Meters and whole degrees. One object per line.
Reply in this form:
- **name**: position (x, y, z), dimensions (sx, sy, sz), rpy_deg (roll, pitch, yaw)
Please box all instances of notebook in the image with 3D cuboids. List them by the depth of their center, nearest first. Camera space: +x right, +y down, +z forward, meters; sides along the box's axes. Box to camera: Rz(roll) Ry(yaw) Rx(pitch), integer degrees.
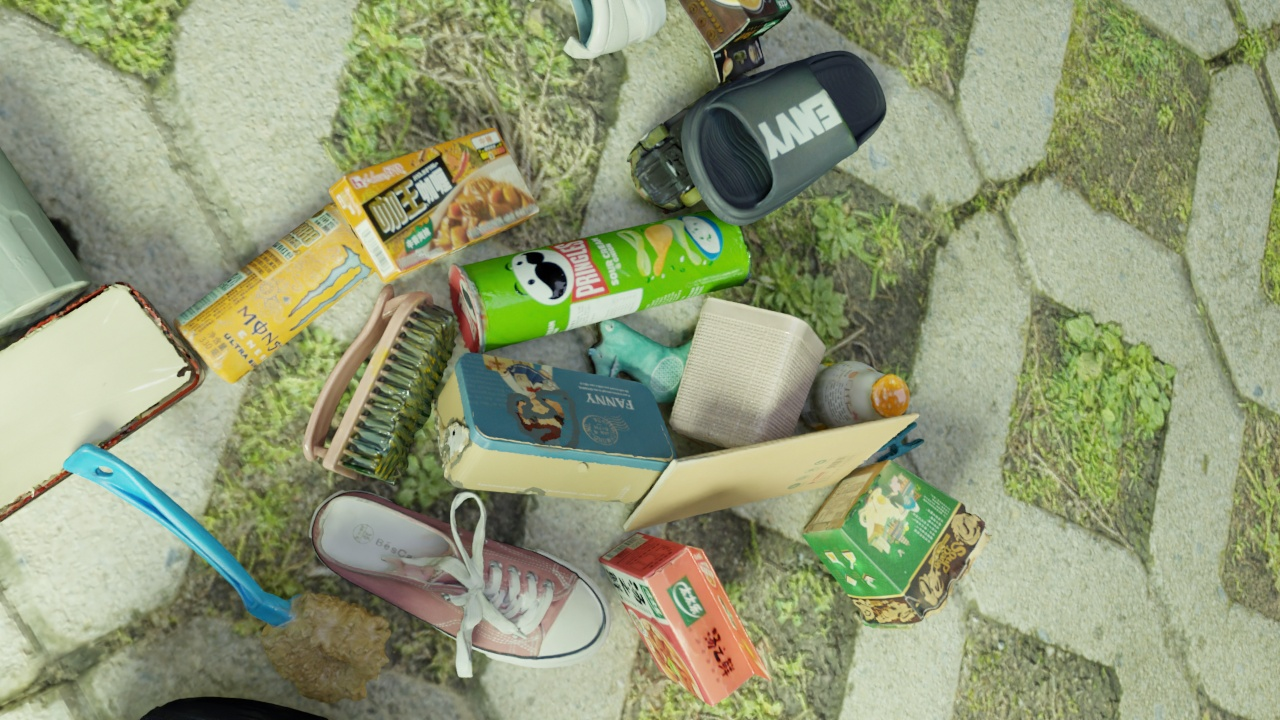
- **notebook**: position (0.100, 0.090, 0.729), dimensions (0.207, 0.148, 0.008), rpy_deg (-9, 65, -21)

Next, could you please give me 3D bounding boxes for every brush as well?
- **brush**: position (-0.263, 0.142, 0.603), dimensions (0.083, 0.045, 0.254), rpy_deg (-33, 113, 20)
- **brush**: position (-0.187, 0.015, 0.667), dimensions (0.073, 0.063, 0.145), rpy_deg (18, 77, 11)

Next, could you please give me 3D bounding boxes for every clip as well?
- **clip**: position (0.238, 0.077, 0.849), dimensions (0.056, 0.014, 0.043), rpy_deg (-25, 95, -23)

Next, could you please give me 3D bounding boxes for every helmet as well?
- **helmet**: position (-0.216, 0.328, 0.530), dimensions (0.315, 0.241, 0.247), rpy_deg (9, 82, -9)

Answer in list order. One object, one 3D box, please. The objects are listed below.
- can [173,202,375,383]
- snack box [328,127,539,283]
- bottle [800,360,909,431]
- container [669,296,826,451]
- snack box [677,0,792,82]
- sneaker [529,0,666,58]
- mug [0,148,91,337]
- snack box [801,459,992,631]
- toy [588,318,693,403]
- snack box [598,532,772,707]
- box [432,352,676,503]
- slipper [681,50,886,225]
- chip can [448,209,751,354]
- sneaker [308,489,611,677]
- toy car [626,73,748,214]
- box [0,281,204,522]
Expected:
- **can**: position (-0.249, -0.050, 0.645), dimensions (0.145, 0.058, 0.058), rpy_deg (-43, 102, -18)
- **snack box**: position (-0.146, -0.117, 0.674), dimensions (0.153, 0.026, 0.075), rpy_deg (-36, 100, -47)
- **bottle**: position (0.181, 0.031, 0.779), dimensions (0.063, 0.108, 0.063), rpy_deg (1, 87, -20)
- **container**: position (0.084, 0.020, 0.742), dimensions (0.090, 0.090, 0.111), rpy_deg (34, 74, -61)
- **snack box**: position (0.070, -0.307, 0.766), dimensions (0.125, 0.053, 0.113), rpy_deg (54, 37, -5)
- **sneaker**: position (-0.073, -0.355, 0.724), dimensions (0.090, 0.089, 0.242), rpy_deg (-32, 104, -16)
- **mug**: position (-0.428, -0.063, 0.574), dimensions (0.124, 0.083, 0.103), rpy_deg (-31, 100, 7)
- **snack box**: position (0.211, 0.151, 0.791), dimensions (0.105, 0.118, 0.118), rpy_deg (43, 70, -1)
- **toy**: position (-0.004, 0.004, 0.754), dimensions (0.092, 0.030, 0.096), rpy_deg (30, 84, -12)
- **snack box**: position (0.030, 0.195, 0.700), dimensions (0.044, 0.127, 0.113), rpy_deg (-30, 96, -20)
- **box**: position (-0.058, 0.053, 0.680), dimensions (0.184, 0.059, 0.089), rpy_deg (8, 43, -33)
- **slipper**: position (0.138, -0.207, 0.761), dimensions (0.267, 0.084, 0.110), rpy_deg (-36, 95, -37)
- **chip can**: position (-0.028, -0.065, 0.726), dimensions (0.235, 0.072, 0.072), rpy_deg (-16, 92, -22)
- **sneaker**: position (-0.123, 0.162, 0.664), dimensions (0.241, 0.088, 0.118), rpy_deg (29, 76, -16)
- **toy car**: position (0.056, -0.185, 0.781), dimensions (0.157, 0.042, 0.070), rpy_deg (-40, 100, -25)
- **box**: position (-0.375, 0.026, 0.580), dimensions (0.168, 0.080, 0.091), rpy_deg (-39, 101, -19)
